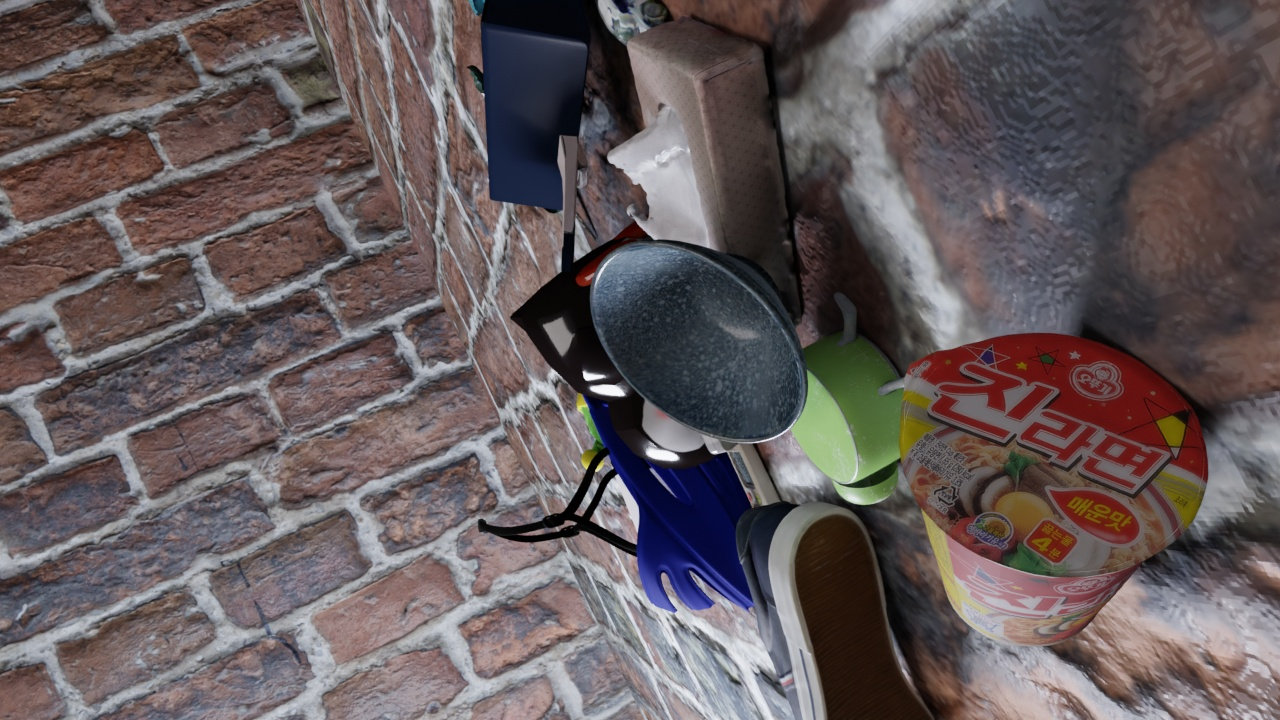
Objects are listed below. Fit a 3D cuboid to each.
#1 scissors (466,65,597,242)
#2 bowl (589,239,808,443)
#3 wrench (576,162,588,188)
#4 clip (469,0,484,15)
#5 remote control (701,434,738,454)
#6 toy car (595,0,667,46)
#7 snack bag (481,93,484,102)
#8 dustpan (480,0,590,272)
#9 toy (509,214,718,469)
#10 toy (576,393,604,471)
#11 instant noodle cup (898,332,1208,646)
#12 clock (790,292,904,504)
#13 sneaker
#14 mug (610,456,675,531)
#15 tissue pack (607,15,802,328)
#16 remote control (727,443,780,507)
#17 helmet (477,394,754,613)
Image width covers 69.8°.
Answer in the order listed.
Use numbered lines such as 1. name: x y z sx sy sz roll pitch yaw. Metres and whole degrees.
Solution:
1. scissors: -0.110 -0.197 0.921 0.201 0.015 0.206 54 172 -11
2. bowl: 0.043 -0.023 0.514 0.137 0.057 0.137 26 142 22
3. wrench: -0.112 -0.235 0.936 0.273 0.010 0.070 43 154 55
4. clip: -0.142 -0.344 0.805 0.097 0.026 0.116 54 168 9
5. remote control: 0.046 -0.016 0.644 0.019 0.074 0.151 -19 97 43
6. toy car: -0.009 -0.220 0.574 0.089 0.027 0.039 60 163 17
7. snack bag: -0.140 -0.259 0.944 0.158 0.013 0.057 41 152 57
8. dustpan: -0.071 -0.198 0.687 0.237 0.080 0.272 114 164 -71
9. toy: -0.004 0.004 0.715 0.184 0.140 0.158 57 -151 -13
10. toy: -0.041 0.045 0.985 0.131 0.096 0.124 64 169 11
11. instant noodle cup: 0.156 0.063 0.364 0.100 0.100 0.112 52 169 40
12. clock: 0.116 0.030 0.530 0.094 0.042 0.119 56 164 33
13. sneaker: 0.137 0.233 0.678 0.127 0.120 0.294 -2 110 61
14. mug: 0.034 0.134 0.941 0.112 0.078 0.097 1 120 42
15. tissue pack: 0.036 -0.101 0.549 0.104 0.071 0.181 46 160 49
16. remote control: 0.104 0.120 0.766 0.125 0.018 0.038 65 165 -1
17. helmet: -0.017 0.143 0.812 0.241 0.227 0.148 60 175 14
